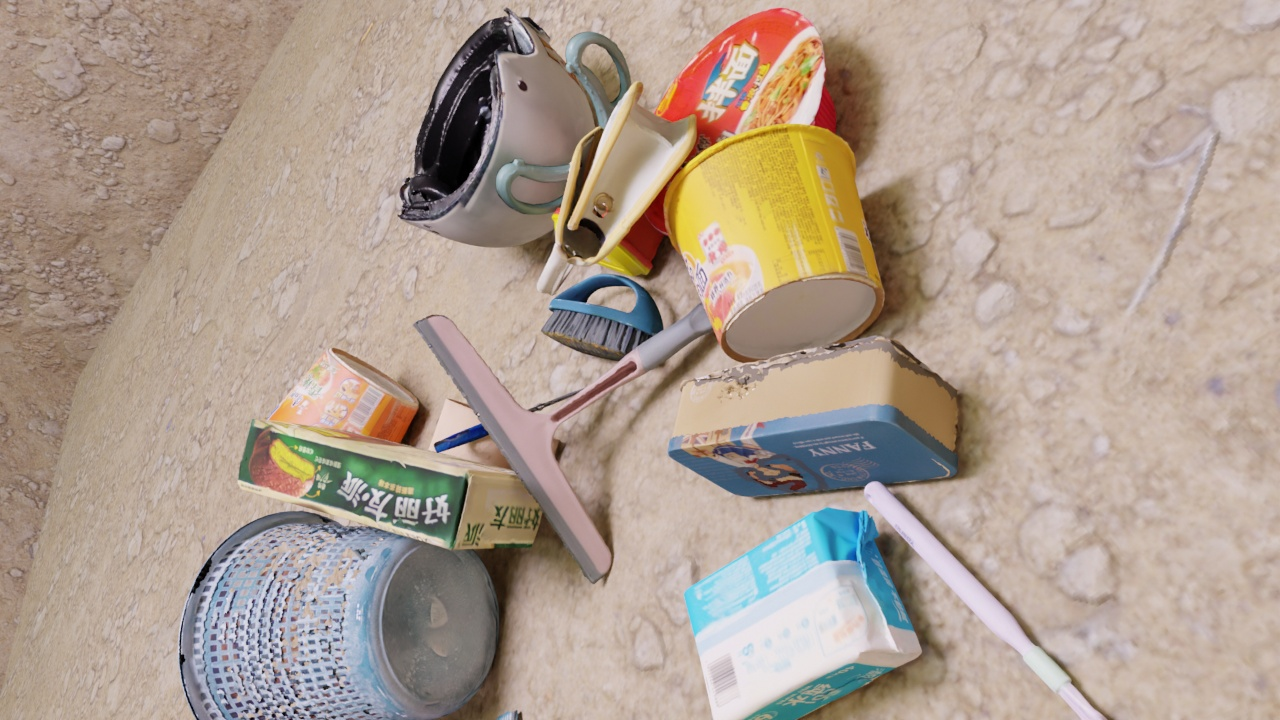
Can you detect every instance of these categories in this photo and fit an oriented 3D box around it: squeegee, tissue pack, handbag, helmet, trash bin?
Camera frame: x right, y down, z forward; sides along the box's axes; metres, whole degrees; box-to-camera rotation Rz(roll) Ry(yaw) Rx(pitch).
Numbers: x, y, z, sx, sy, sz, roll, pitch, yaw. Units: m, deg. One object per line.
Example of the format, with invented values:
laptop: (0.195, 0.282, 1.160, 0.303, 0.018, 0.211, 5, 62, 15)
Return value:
squeegee: (-0.004, 0.004, 0.716, 0.250, 0.247, 0.040, -34, -1, 8)
tissue pack: (0.089, 0.154, 0.536, 0.140, 0.063, 0.089, -41, 45, 31)
handbag: (-0.033, -0.118, 0.678, 0.179, 0.063, 0.163, -53, 9, 19)
helmet: (-0.131, -0.217, 0.936, 0.230, 0.156, 0.273, -54, 28, 18)
trash bin: (-0.239, 0.233, 0.795, 0.196, 0.226, 0.226, -14, 59, 31)

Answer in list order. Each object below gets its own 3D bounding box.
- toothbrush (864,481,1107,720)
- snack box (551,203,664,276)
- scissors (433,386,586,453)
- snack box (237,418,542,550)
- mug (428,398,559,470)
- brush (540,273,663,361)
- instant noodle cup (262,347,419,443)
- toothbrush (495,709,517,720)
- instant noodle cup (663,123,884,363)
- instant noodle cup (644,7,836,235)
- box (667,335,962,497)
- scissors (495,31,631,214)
toothbrush: (0.174, 0.127, 0.478, 0.189, 0.021, 0.029, -127, 27, -47)
snack box: (-0.021, -0.129, 0.817, 0.091, 0.082, 0.080, 26, 82, 50)
scissors: (-0.098, 0.044, 0.764, 0.166, 0.156, 0.012, -23, 88, 33)
snack box: (-0.208, 0.101, 0.766, 0.240, 0.114, 0.063, 8, 84, 27)
mug: (-0.142, 0.102, 0.845, 0.125, 0.084, 0.103, 18, 86, 29)
brush: (-0.031, -0.039, 0.796, 0.144, 0.055, 0.073, 15, 84, 53)
instant noodle cup: (-0.331, 0.063, 1.040, 0.111, 0.151, 0.151, -56, 37, -2)
toothbrush: (-0.160, 0.343, 0.776, 0.188, 0.016, 0.017, -43, 34, 27)
instant noodle cup: (0.093, -0.068, 0.608, 0.138, 0.138, 0.109, -34, 55, 35)
instant noodle cup: (0.084, -0.174, 0.724, 0.194, 0.065, 0.193, -29, 49, 39)
box: (0.107, 0.039, 0.559, 0.185, 0.089, 0.059, -14, 53, 48)
scissors: (-0.062, -0.193, 0.817, 0.179, 0.170, 0.019, -38, 49, -17)
